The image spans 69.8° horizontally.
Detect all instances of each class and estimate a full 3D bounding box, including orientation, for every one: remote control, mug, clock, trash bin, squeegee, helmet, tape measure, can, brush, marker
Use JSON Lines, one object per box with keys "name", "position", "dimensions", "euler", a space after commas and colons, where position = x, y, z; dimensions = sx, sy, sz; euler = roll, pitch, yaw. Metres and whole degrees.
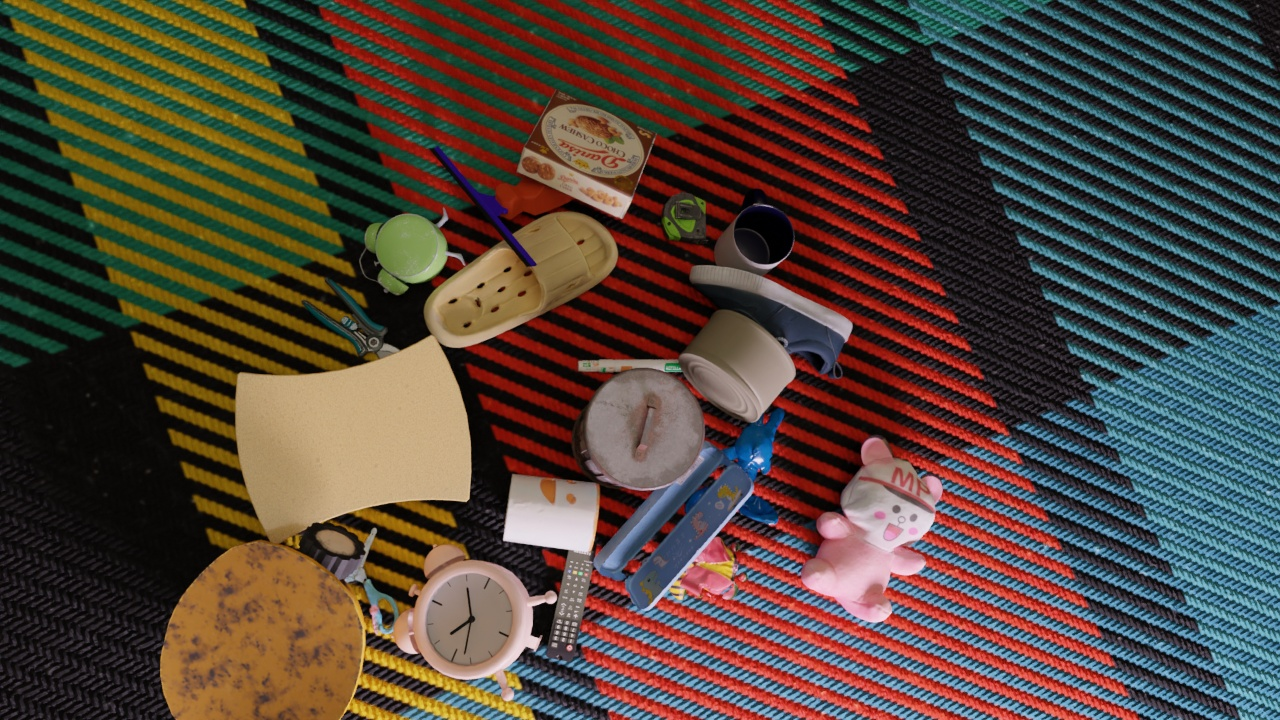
{"name": "remote control", "position": [-0.084, 0.289, 1.113], "dimensions": [0.033, 0.015, 0.146], "euler": [13, 80, -7]}
{"name": "mug", "position": [0.144, -0.164, 1.178], "dimensions": [0.078, 0.097, 0.111], "euler": [3, 81, -9]}
{"name": "clock", "position": [-0.194, 0.300, 1.070], "dimensions": [0.160, 0.086, 0.131], "euler": [23, 78, 4]}
{"name": "trash bin", "position": [-0.009, 0.085, 1.056], "dimensions": [0.130, 0.211, 0.130], "euler": [1, 81, -9]}
{"name": "squeegee", "position": [-0.125, -0.214, 1.156], "dimensions": [0.184, 0.055, 0.249], "euler": [-25, 56, -25]}
{"name": "helmet", "position": [-0.382, 0.295, 0.996], "dimensions": [0.205, 0.131, 0.256], "euler": [31, 101, 2]}
{"name": "clock", "position": [-0.287, -0.134, 1.123], "dimensions": [0.119, 0.042, 0.094], "euler": [-23, 82, 3]}
{"name": "tape measure", "position": [0.057, -0.187, 1.198], "dimensions": [0.058, 0.036, 0.065], "euler": [-1, 82, -9]}
{"name": "can", "position": [0.117, 0.008, 1.129], "dimensions": [0.128, 0.128, 0.073], "euler": [42, 73, -1]}
{"name": "mug", "position": [-0.106, 0.180, 1.092], "dimensions": [0.105, 0.082, 0.082], "euler": [8, 80, -8]}
{"name": "brush", "position": [-0.326, 0.090, 1.065], "dimensions": [0.250, 0.075, 0.195], "euler": [-12, 88, -11]}
{"name": "marker", "position": [-0.007, 0.007, 1.168], "dimensions": [0.145, 0.017, 0.017], "euler": [0, 81, -10]}

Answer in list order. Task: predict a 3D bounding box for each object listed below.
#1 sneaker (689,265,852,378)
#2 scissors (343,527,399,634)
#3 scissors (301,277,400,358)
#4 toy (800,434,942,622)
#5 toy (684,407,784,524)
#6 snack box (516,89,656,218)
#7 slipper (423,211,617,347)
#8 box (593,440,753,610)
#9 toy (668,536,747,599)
{"name": "sneaker", "position": [0.161, -0.049, 1.173], "dimensions": [0.235, 0.089, 0.087], "euler": [23, 83, -10]}
{"name": "scissors", "position": [-0.344, 0.266, 1.077], "dimensions": [0.119, 0.015, 0.138], "euler": [-22, 82, -10]}
{"name": "scissors", "position": [-0.349, -0.038, 1.118], "dimensions": [0.149, 0.019, 0.131], "euler": [-3, 84, -11]}
{"name": "toy", "position": [0.292, 0.211, 1.153], "dimensions": [0.142, 0.084, 0.213], "euler": [30, 79, -6]}
{"name": "toy", "position": [0.139, 0.133, 1.149], "dimensions": [0.113, 0.071, 0.176], "euler": [24, 78, 6]}
{"name": "snack box", "position": [-0.065, -0.262, 1.154], "dimensions": [0.143, 0.041, 0.146], "euler": [23, 47, -6]}
{"name": "slipper", "position": [-0.148, -0.108, 1.133], "dimensions": [0.261, 0.079, 0.111], "euler": [-31, 84, -12]}
{"name": "box", "position": [0.043, 0.200, 1.086], "dimensions": [0.210, 0.072, 0.079], "euler": [-48, 48, 6]}
{"name": "toy", "position": [0.079, 0.257, 1.133], "dimensions": [0.103, 0.046, 0.084], "euler": [-13, 97, -6]}
